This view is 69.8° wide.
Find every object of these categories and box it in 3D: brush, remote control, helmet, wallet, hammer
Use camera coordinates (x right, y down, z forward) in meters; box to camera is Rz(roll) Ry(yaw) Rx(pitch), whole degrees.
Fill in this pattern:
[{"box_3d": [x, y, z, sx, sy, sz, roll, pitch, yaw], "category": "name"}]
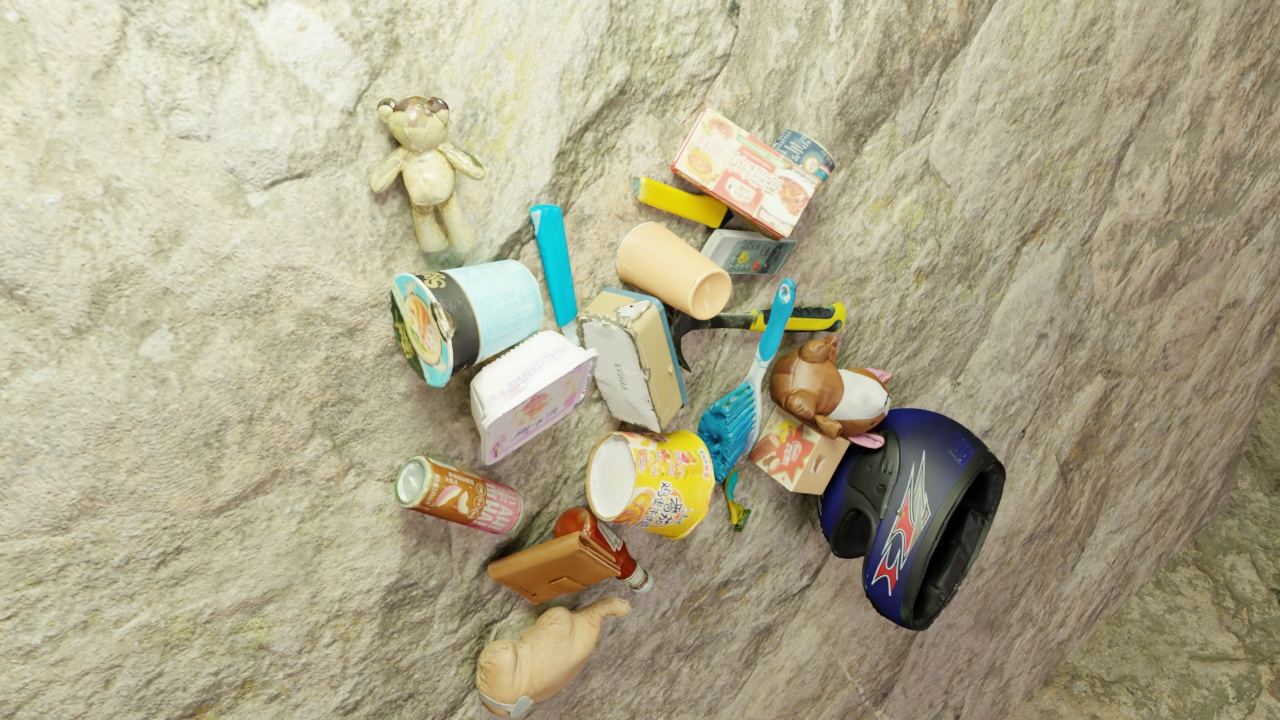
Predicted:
[{"box_3d": [0.137, 0.033, 1.187, 0.109, 0.060, 0.315, -33, 147, -28], "category": "brush"}, {"box_3d": [0.130, -0.131, 1.121, 0.134, 0.019, 0.056, -3, 135, -39], "category": "remote control"}, {"box_3d": [0.392, 0.225, 1.413, 0.247, 0.241, 0.315, 36, 80, -48], "category": "helmet"}, {"box_3d": [-0.105, 0.258, 1.131, 0.132, 0.031, 0.108, -22, 137, 20], "category": "wallet"}, {"box_3d": [0.154, -0.050, 1.196, 0.322, 0.032, 0.126, -2, 118, -40], "category": "hammer"}]

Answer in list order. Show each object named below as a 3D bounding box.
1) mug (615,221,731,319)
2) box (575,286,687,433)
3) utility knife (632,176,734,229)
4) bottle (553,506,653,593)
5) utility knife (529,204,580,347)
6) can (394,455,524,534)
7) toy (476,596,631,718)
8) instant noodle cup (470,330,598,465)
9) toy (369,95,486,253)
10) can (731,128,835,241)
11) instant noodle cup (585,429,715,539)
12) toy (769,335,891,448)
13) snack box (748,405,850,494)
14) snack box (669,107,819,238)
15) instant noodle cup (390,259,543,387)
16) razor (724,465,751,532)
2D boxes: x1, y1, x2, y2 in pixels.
[{"box_3d": [0.040, -0.095, 1.003, 0.078, 0.123, 0.078, -22, 129, -30], "category": "mug"}, {"box_3d": [-0.006, 0.006, 1.049, 0.061, 0.090, 0.184, -51, 143, -31], "category": "box"}, {"box_3d": [0.047, -0.179, 1.032, 0.163, 0.015, 0.033, 11, 110, -43], "category": "utility knife"}, {"box_3d": [-0.042, 0.258, 1.214, 0.059, 0.060, 0.206, -47, 137, -6], "category": "bottle"}, {"box_3d": [-0.084, -0.063, 0.995, 0.034, 0.018, 0.237, -29, 131, -26], "category": "utility knife"}, {"box_3d": [-0.197, 0.151, 1.011, 0.147, 0.058, 0.058, 30, 95, -46], "category": "can"}, {"box_3d": [-0.115, 0.385, 1.217, 0.225, 0.082, 0.144, -24, 140, -30], "category": "toy"}, {"box_3d": [-0.119, 0.033, 0.954, 0.137, 0.060, 0.174, -34, 170, -19], "category": "instant noodle cup"}, {"box_3d": [-0.186, -0.163, 0.823, 0.105, 0.066, 0.157, 1, 131, 8], "category": "toy"}, {"box_3d": [0.166, -0.206, 1.072, 0.111, 0.075, 0.075, -53, 137, 0], "category": "can"}, {"box_3d": [0.006, 0.147, 1.133, 0.109, 0.138, 0.138, 13, 108, -36], "category": "instant noodle cup"}, {"box_3d": [0.280, 0.044, 1.275, 0.199, 0.131, 0.140, 25, 77, -35], "category": "toy"}, {"box_3d": [0.229, 0.129, 1.329, 0.077, 0.094, 0.093, 13, 108, -44], "category": "snack box"}, {"box_3d": [0.115, -0.204, 1.008, 0.153, 0.025, 0.075, 30, 91, -14], "category": "snack box"}, {"box_3d": [-0.161, -0.045, 0.887, 0.120, 0.111, 0.111, -22, 129, -36], "category": "instant noodle cup"}, {"box_3d": [0.139, 0.196, 1.345, 0.043, 0.028, 0.133, -53, 146, -34], "category": "razor"}]
